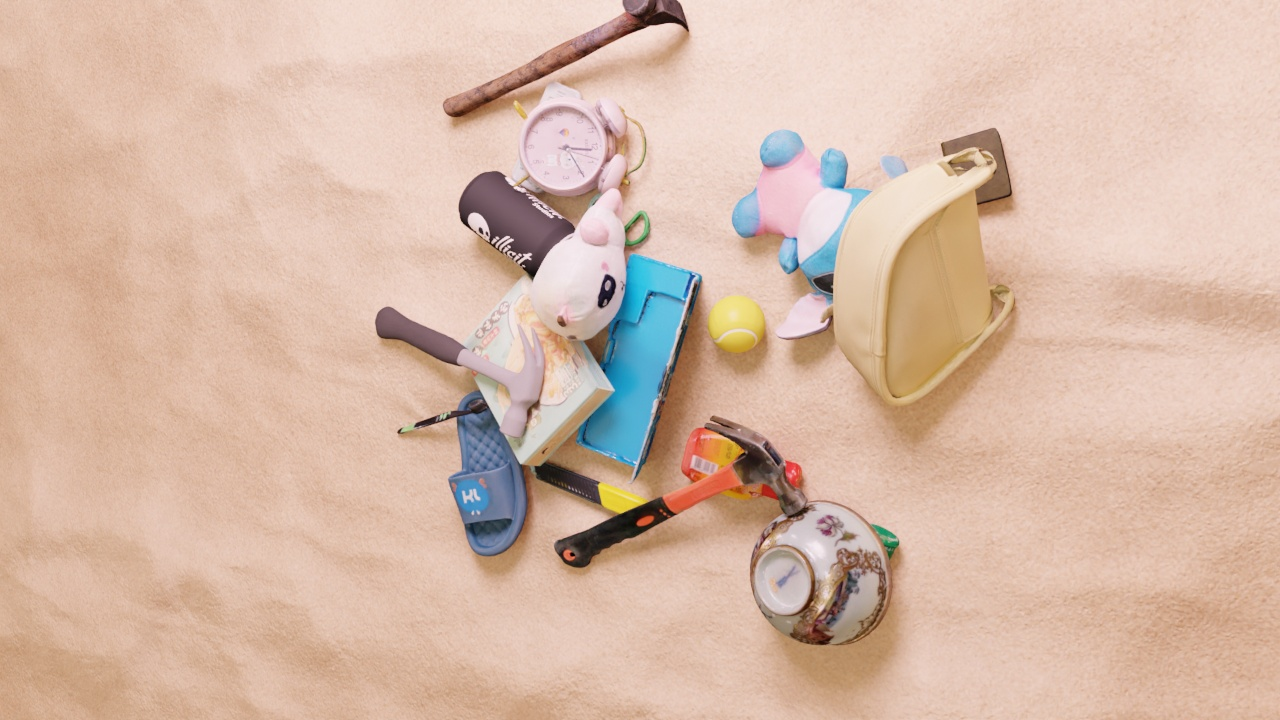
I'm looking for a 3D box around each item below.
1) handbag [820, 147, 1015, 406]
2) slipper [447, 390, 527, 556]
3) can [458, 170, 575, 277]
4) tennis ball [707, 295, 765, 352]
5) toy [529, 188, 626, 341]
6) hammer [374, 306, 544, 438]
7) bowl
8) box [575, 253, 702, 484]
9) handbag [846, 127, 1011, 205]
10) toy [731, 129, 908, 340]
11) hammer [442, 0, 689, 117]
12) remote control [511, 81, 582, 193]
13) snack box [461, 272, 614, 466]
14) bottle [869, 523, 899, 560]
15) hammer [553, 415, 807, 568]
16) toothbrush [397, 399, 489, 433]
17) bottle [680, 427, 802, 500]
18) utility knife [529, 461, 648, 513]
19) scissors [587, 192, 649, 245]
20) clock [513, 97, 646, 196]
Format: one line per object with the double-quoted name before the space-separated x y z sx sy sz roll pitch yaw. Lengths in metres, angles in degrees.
"handbag" 0.276 -0.081 0.915 0.191 0.233 0.088 -30 40 -4
"slipper" -0.198 0.144 1.170 0.104 0.059 0.213 -7 87 29
"can" -0.147 -0.164 1.122 0.146 0.080 0.080 37 105 16
"tennis ball" 0.109 -0.041 1.041 0.065 0.065 0.065 1 94 21
"toy" -0.059 -0.110 1.052 0.101 0.139 0.179 22 85 13
"hammer" -0.236 -0.014 1.151 0.311 0.029 0.125 22 96 36
"bowl" 0.177 0.233 0.990 0.160 0.093 0.160 -6 82 41
"box" -0.005 0.007 1.062 0.114 0.113 0.243 20 100 19
"handbag" 0.299 -0.188 0.986 0.178 0.027 0.084 -12 90 27
"toy" 0.188 -0.140 0.992 0.191 0.098 0.225 40 121 19
"hammer" -0.101 -0.357 1.099 0.331 0.119 0.033 -14 87 31
"remote control" -0.115 -0.275 1.135 0.050 0.022 0.133 29 103 17
"snack box" -0.131 0.010 1.119 0.142 0.044 0.193 -45 60 20
"bottle" 0.247 0.237 1.019 0.043 0.042 0.110 25 102 18
"hammer" 0.024 0.174 1.073 0.334 0.033 0.133 -32 97 32
"toothbrush" -0.261 0.074 1.192 0.188 0.017 0.014 -17 48 37
"bottle" 0.117 0.123 1.057 0.134 0.048 0.071 17 101 19
"utility knife" -0.068 0.159 1.146 0.174 0.020 0.029 19 99 18
"scissors" -0.048 -0.147 1.123 0.131 0.012 0.112 -43 76 19
"clock" -0.071 -0.253 1.088 0.158 0.058 0.117 2 103 3
